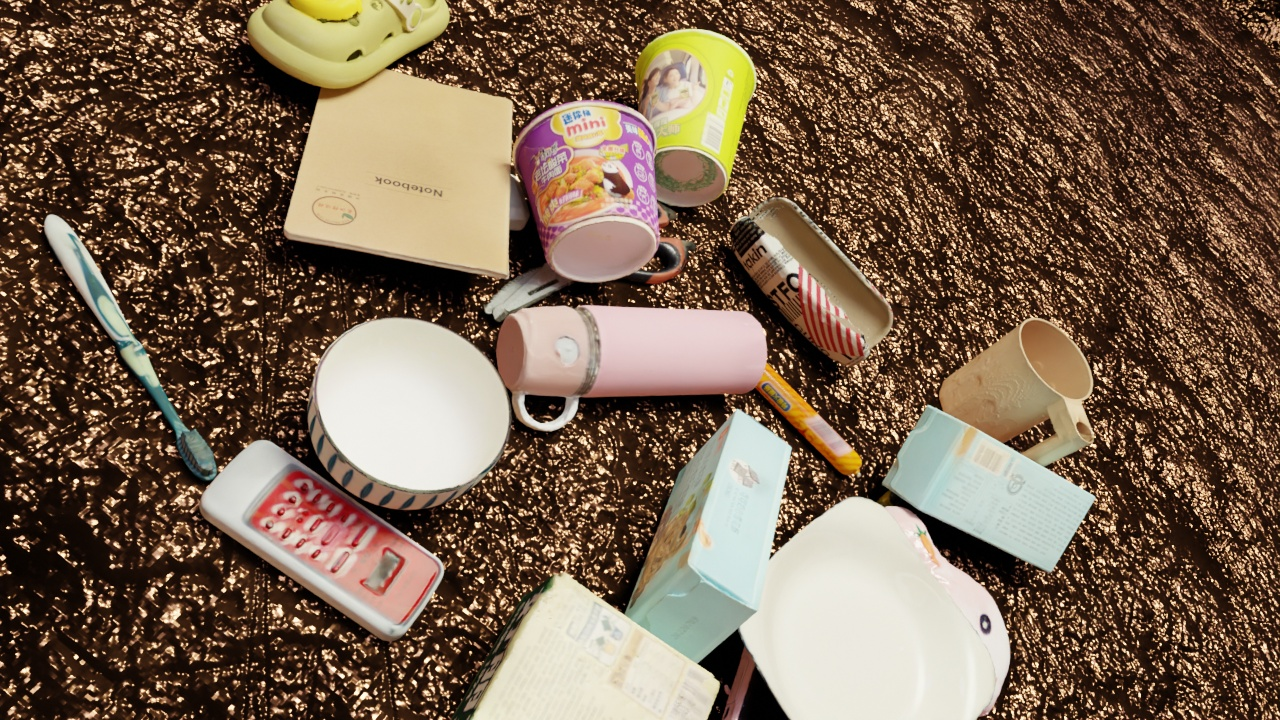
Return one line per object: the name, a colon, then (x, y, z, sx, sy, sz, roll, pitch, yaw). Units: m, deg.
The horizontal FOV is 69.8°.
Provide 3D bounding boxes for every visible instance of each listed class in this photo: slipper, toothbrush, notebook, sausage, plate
slipper: (-0.217, -0.276, 0.703, 0.091, 0.082, 0.190, 31, 41, 8)
toothbrush: (-0.293, -0.011, 0.525, 0.016, 0.018, 0.191, -28, 77, -40)
notebook: (-0.167, -0.147, 0.672, 0.147, 0.008, 0.207, 10, 47, -17)
sausage: (0.121, 0.035, 0.746, 0.165, 0.022, 0.021, 45, 48, 3)
plate: (0.141, 0.185, 0.593, 0.163, 0.034, 0.163, -28, 79, -36)

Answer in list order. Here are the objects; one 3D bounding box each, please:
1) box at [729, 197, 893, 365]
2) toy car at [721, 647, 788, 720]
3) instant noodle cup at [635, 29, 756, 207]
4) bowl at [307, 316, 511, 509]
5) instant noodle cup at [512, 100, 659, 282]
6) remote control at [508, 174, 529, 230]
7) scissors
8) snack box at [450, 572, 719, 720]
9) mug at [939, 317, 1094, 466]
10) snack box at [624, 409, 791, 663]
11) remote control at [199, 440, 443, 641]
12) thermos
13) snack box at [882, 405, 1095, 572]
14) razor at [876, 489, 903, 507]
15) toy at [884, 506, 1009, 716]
box: (0.153, -0.073, 0.807, 0.163, 0.076, 0.087, 45, 68, 6)
toy car: (0.081, 0.222, 0.586, 0.056, 0.037, 0.122, 33, 52, -7)
instant noodle cup: (0.042, -0.206, 0.811, 0.111, 0.112, 0.123, 20, 60, -20)
bowl: (-0.143, 0.039, 0.551, 0.116, 0.066, 0.116, 17, 52, -22)
instant noodle cup: (-0.035, -0.120, 0.683, 0.111, 0.112, 0.099, 6, 57, -29)
remote control: (-0.144, -0.123, 0.688, 0.124, 0.024, 0.049, -5, 60, -33)
scissors: (-0.032, -0.069, 0.726, 0.185, 0.015, 0.208, 22, 50, -17)
snack box: (-0.060, 0.237, 0.453, 0.114, 0.063, 0.239, 35, 55, -6)
mug: (0.339, 0.041, 0.821, 0.084, 0.104, 0.124, 10, 55, -26)
snack box: (0.046, 0.108, 0.586, 0.051, 0.074, 0.174, 35, 31, -4)
remote control: (-0.178, 0.101, 0.519, 0.136, 0.020, 0.055, 37, 49, -5)
thermos: (-0.004, 0.004, 0.667, 0.198, 0.067, 0.087, -2, 91, -33)
snack box: (0.281, 0.105, 0.737, 0.174, 0.074, 0.051, 26, 6, -27)
razor: (0.210, 0.110, 0.750, 0.142, 0.022, 0.042, -32, 94, -41)
toy: (0.204, 0.188, 0.669, 0.121, 0.054, 0.159, -26, 78, -31)
